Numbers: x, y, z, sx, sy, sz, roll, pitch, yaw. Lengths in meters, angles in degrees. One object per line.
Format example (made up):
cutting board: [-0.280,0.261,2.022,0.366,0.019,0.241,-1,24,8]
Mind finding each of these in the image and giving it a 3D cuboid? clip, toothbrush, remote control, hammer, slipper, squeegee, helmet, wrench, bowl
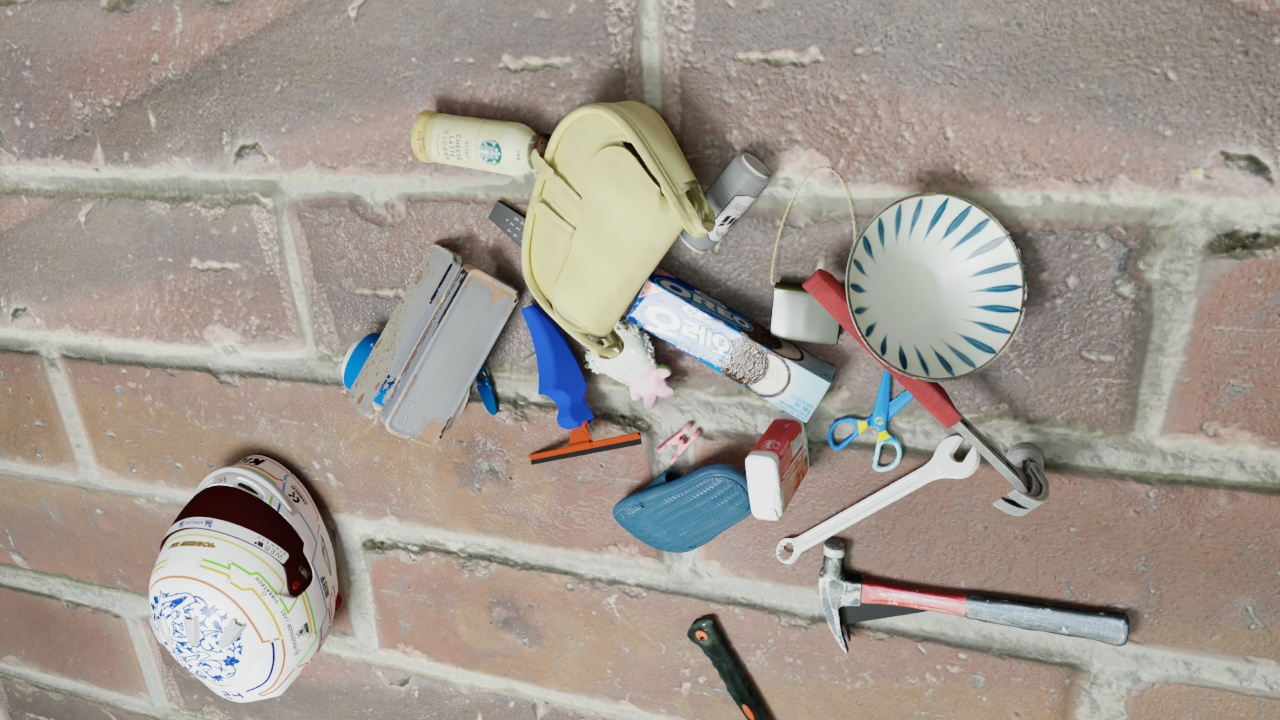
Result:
clip: [0.042,0.093,1.083,0.037,0.022,0.058,46,115,0]
toothbrush: [-0.198,0.010,1.140,0.021,0.016,0.132,-2,112,23]
remote control: [-0.118,-0.136,1.046,0.125,0.010,0.039,38,121,2]
hammer: [0.367,0.286,1.037,0.327,0.036,0.141,4,113,19]
slipper: [0.057,0.173,1.093,0.104,0.059,0.214,47,133,-15]
squeegee: [-0.094,0.021,1.077,0.250,0.055,0.185,-18,97,54]
helmet: [-0.564,0.317,1.292,0.231,0.235,0.315,-5,111,20]
hammer: [0.156,0.474,1.206,0.133,0.033,0.333,-26,101,30]
wrench: [0.256,0.161,1.021,0.009,0.047,0.274,25,131,-36]
bowl: [0.268,-0.067,0.877,0.177,0.071,0.177,0,87,-9]
hammer: [0.280,0.028,0.904,0.315,0.126,0.036,44,120,0]

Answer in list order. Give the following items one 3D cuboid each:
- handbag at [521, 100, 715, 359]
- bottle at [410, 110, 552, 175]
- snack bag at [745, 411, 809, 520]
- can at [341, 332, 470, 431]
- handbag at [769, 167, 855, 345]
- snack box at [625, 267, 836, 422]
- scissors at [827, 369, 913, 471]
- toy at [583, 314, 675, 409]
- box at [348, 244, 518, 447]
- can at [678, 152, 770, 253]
handbag: [-0.038,-0.137,0.941,0.191,0.088,0.233,48,122,20]
bottle: [-0.166,-0.233,0.994,0.162,0.056,0.057,12,117,16]
snack bag: [0.150,0.112,0.995,0.036,0.115,0.077,1,113,27]
can: [-0.294,0.027,1.148,0.146,0.078,0.079,25,119,9]
handbag: [0.178,-0.107,0.942,0.084,0.027,0.178,8,110,16]
snack box: [0.098,-0.018,0.989,0.226,0.059,0.060,31,117,7]
scissors: [0.265,0.069,0.989,0.105,0.019,0.132,41,122,-3]
toy: [-0.006,0.006,1.047,0.109,0.041,0.096,48,134,2]
box: [-0.243,-0.017,1.081,0.105,0.096,0.216,29,92,-28]
can: [0.085,-0.160,0.938,0.044,0.043,0.107,41,121,0]
